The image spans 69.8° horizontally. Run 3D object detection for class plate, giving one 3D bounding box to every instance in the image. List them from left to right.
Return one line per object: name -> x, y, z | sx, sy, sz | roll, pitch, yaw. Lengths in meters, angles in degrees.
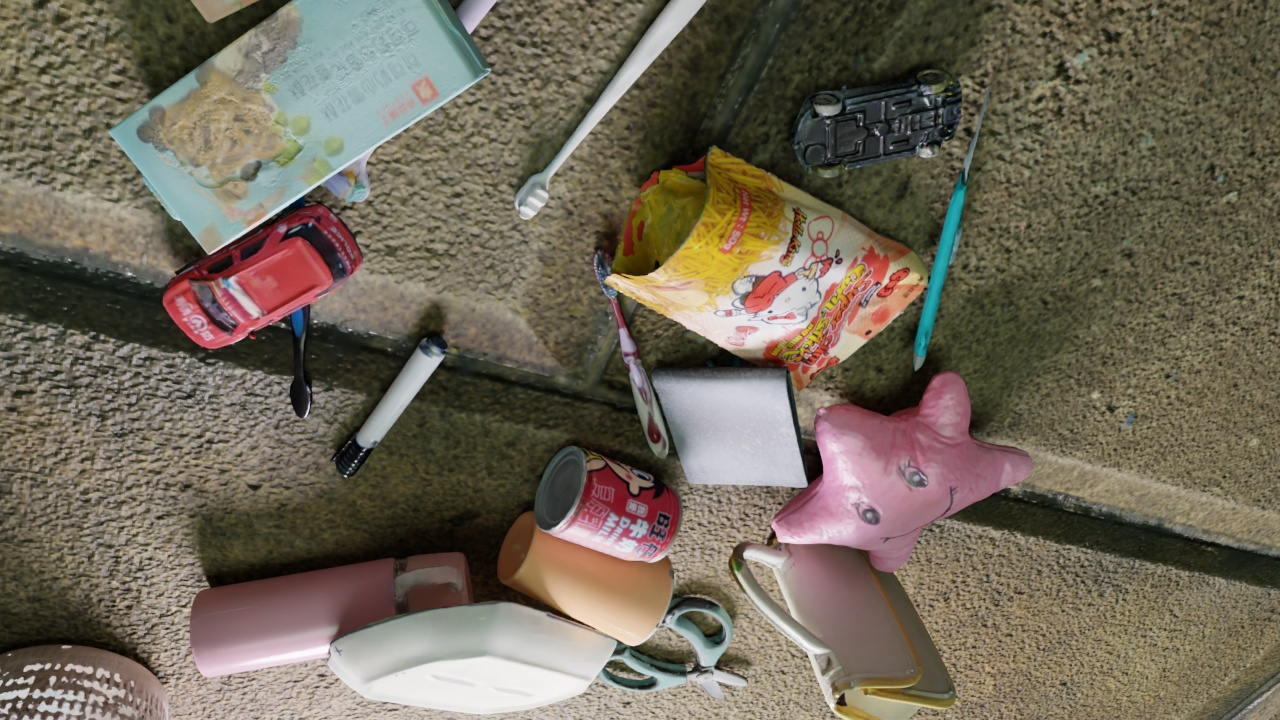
plate -> -0.123, 0.243, 0.723 | 0.162, 0.034, 0.265 | -21, 149, 16

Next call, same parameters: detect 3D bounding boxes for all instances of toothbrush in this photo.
toothbrush -> -0.208, -0.042, 0.558 | 0.014, 0.016, 0.190 | 7, 123, -7
toothbrush -> -0.108, -0.158, 0.484 | 0.189, 0.021, 0.029 | -46, 142, 19
toothbrush -> -0.015, -0.149, 0.515 | 0.016, 0.016, 0.180 | 26, 117, -36
toothbrush -> -0.004, 0.004, 0.634 | 0.016, 0.017, 0.188 | -16, 128, 0

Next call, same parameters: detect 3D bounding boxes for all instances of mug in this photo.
mug -> -0.045, 0.165, 0.717 | 0.122, 0.078, 0.078 | 29, 116, -25

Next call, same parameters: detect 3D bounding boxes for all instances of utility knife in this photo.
utility knife -> 0.207, -0.082, 0.611 | 0.013, 0.029, 0.210 | 11, 128, 12

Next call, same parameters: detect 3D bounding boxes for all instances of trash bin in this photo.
trash bin -> -0.446, 0.329, 0.671 | 0.227, 0.192, 0.228 | -6, 128, -8

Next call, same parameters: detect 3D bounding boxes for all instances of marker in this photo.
marker -> -0.171, 0.031, 0.618 | 0.022, 0.018, 0.131 | 31, 116, -20

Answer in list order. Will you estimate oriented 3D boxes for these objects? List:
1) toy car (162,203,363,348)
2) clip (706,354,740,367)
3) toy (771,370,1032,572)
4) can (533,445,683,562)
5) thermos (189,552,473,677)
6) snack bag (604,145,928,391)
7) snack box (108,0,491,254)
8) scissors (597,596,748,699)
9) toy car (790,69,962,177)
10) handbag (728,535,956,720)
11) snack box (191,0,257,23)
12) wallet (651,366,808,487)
toy car -> -0.218, -0.045, 0.522 | 0.121, 0.045, 0.053 | -24, 117, 17
clip -> 0.063, 0.020, 0.665 | 0.048, 0.014, 0.057 | -18, 127, -2
toy -> 0.184, 0.089, 0.708 | 0.178, 0.074, 0.195 | 39, 113, -24
can -> -0.022, 0.108, 0.679 | 0.093, 0.066, 0.067 | 25, 118, -28
thermos -> -0.228, 0.185, 0.686 | 0.198, 0.067, 0.087 | -8, 154, -5
snack bag -> 0.085, -0.052, 0.592 | 0.207, 0.073, 0.129 | 23, 118, -36
snack box -> -0.167, -0.130, 0.458 | 0.175, 0.051, 0.074 | -29, 110, 12
scissors -> 0.051, 0.270, 0.852 | 0.177, 0.019, 0.170 | 22, 118, -25
toy car -> 0.139, -0.142, 0.546 | 0.105, 0.031, 0.049 | -13, 128, -5
handbag -> 0.153, 0.203, 0.731 | 0.178, 0.163, 0.063 | 26, 116, -28
snack box -> -0.154, -0.228, 0.417 | 0.157, 0.026, 0.084 | -23, 129, 6
wallet -> 0.067, 0.050, 0.666 | 0.097, 0.019, 0.121 | 0, 133, 21
